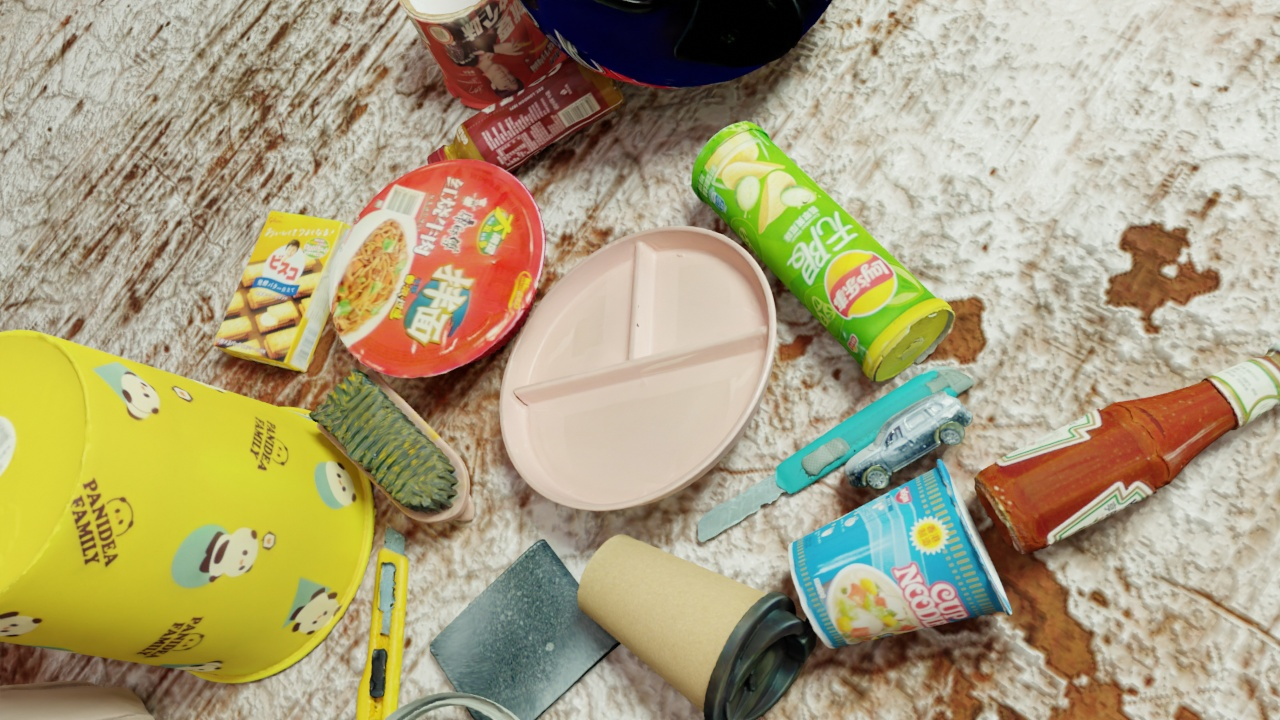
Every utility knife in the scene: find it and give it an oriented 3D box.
[{"bbox_3d":[-0.195,0.210,0.695,0.033,0.015,0.171,-6,69,14],"label":"utility knife"},{"bbox_3d":[0.131,0.065,0.636,0.218,0.013,0.029,-33,64,5],"label":"utility knife"}]

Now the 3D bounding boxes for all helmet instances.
[{"bbox_3d":[0.008,-0.327,0.666,0.241,0.314,0.247,-47,58,37],"label":"helmet"}]

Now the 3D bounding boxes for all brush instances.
[{"bbox_3d":[-0.185,0.072,0.712,0.145,0.073,0.063,38,81,22],"label":"brush"}]

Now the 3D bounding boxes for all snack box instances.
[{"bbox_3d":[-0.320,-0.064,0.832,0.087,0.034,0.140,12,73,22],"label":"snack box"}]

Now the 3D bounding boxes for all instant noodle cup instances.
[{"bbox_3d":[-0.141,-0.310,0.818,0.138,0.108,0.137,-6,69,17],"label":"instant noodle cup"},{"bbox_3d":[0.155,0.127,0.566,0.110,0.099,0.099,-26,64,17],"label":"instant noodle cup"},{"bbox_3d":[-0.157,-0.068,0.758,0.194,0.066,0.193,-6,70,16],"label":"instant noodle cup"}]

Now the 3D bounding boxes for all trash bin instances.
[{"bbox_3d":[-0.362,0.107,0.658,0.230,0.255,0.229,-7,68,17],"label":"trash bin"}]

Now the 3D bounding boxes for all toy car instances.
[{"bbox_3d":[0.174,0.053,0.604,0.090,0.043,0.034,-34,90,7],"label":"toy car"}]

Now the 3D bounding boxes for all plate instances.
[{"bbox_3d":[-0.004,0.004,0.670,0.230,0.028,0.229,-17,55,25],"label":"plate"}]

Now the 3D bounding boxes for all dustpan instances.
[{"bbox_3d":[-0.132,0.362,0.581,0.223,0.142,0.258,-10,93,29],"label":"dustpan"}]

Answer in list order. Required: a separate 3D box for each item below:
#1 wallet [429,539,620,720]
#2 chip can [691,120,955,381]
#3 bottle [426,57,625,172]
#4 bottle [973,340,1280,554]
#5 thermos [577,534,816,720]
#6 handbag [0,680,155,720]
[{"bbox_3d":[-0.085,0.204,0.659,0.121,0.019,0.097,-43,64,2],"label":"wallet"},{"bbox_3d":[0.122,-0.084,0.662,0.072,0.072,0.221,-39,63,2],"label":"chip can"},{"bbox_3d":[-0.101,-0.203,0.792,0.175,0.057,0.057,-29,64,7],"label":"bottle"},{"bbox_3d":[0.308,0.048,0.557,0.206,0.060,0.059,-29,64,7],"label":"bottle"},{"bbox_3d":[0.032,0.171,0.595,0.143,0.093,0.093,24,79,34],"label":"thermos"},{"bbox_3d":[-0.471,0.354,0.652,0.093,0.193,0.234,18,87,26],"label":"handbag"}]
